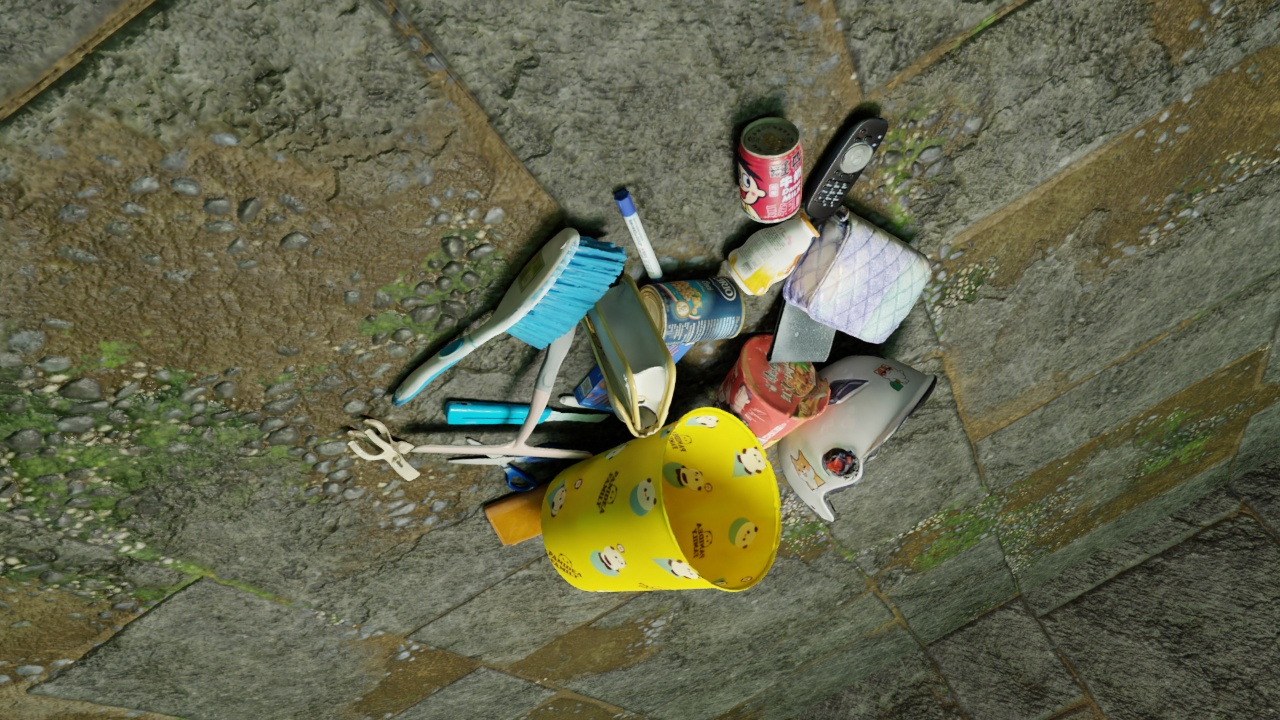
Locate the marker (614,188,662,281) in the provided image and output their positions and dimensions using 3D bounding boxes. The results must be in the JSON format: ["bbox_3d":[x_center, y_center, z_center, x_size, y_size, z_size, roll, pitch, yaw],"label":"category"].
[{"bbox_3d":[0.000,-0.134,1.007,0.017,0.017,0.146,-26,144,1],"label":"marker"}]

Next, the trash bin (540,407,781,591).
[{"bbox_3d":[0.018,0.202,1.222,0.229,0.229,0.256,15,154,-43],"label":"trash bin"}]

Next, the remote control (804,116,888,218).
[{"bbox_3d":[0.227,-0.219,1.030,0.053,0.024,0.137,3,135,-32],"label":"remote control"}]

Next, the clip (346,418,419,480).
[{"bbox_3d":[-0.306,0.104,1.103,0.035,0.071,0.100,-35,137,11],"label":"clip"}]

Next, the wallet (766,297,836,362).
[{"bbox_3d":[0.220,-0.053,1.208,0.097,0.019,0.121,-1,114,-32],"label":"wallet"}]

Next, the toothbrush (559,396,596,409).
[{"bbox_3d":[-0.036,0.066,1.237,0.180,0.016,0.016,13,127,-41],"label":"toothbrush"}]

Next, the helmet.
[{"bbox_3d":[0.290,0.088,1.330,0.229,0.157,0.275,-42,162,-40],"label":"helmet"}]

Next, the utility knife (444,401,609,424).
[{"bbox_3d":[-0.141,0.070,1.177,0.237,0.018,0.034,4,135,-36],"label":"utility knife"}]

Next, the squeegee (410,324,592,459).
[{"bbox_3d":[-0.123,0.037,1.103,0.247,0.040,0.250,6,125,-30],"label":"squeegee"}]

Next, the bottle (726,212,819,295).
[{"bbox_3d":[0.155,-0.126,1.070,0.108,0.063,0.063,-38,143,15],"label":"bottle"}]

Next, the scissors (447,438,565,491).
[{"bbox_3d":[-0.179,0.141,1.249,0.162,0.012,0.165,-13,142,-16],"label":"scissors"}]

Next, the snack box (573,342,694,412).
[{"bbox_3d":[-0.007,0.007,1.170,0.084,0.026,0.157,15,128,-40],"label":"snack box"}]

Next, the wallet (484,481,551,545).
[{"bbox_3d":[-0.152,0.228,1.354,0.130,0.035,0.119,-20,144,-5],"label":"wallet"}]

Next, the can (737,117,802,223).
[{"bbox_3d":[0.136,-0.200,0.963,0.066,0.066,0.094,-21,144,-7],"label":"can"}]

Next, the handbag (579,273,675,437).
[{"bbox_3d":[-0.024,0.012,1.050,0.063,0.163,0.179,-12,141,-16],"label":"handbag"}]

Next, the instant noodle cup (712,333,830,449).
[{"bbox_3d":[0.168,0.049,1.248,0.137,0.137,0.109,0,146,-31],"label":"instant noodle cup"}]

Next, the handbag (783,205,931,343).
[{"bbox_3d":[0.269,-0.105,1.148,0.193,0.075,0.134,16,110,-44],"label":"handbag"}]

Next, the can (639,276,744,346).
[{"bbox_3d":[0.056,-0.057,1.082,0.111,0.075,0.075,-8,141,-27],"label":"can"}]

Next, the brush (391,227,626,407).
[{"bbox_3d":[-0.151,-0.035,1.015,0.109,0.060,0.315,20,127,-38],"label":"brush"}]
